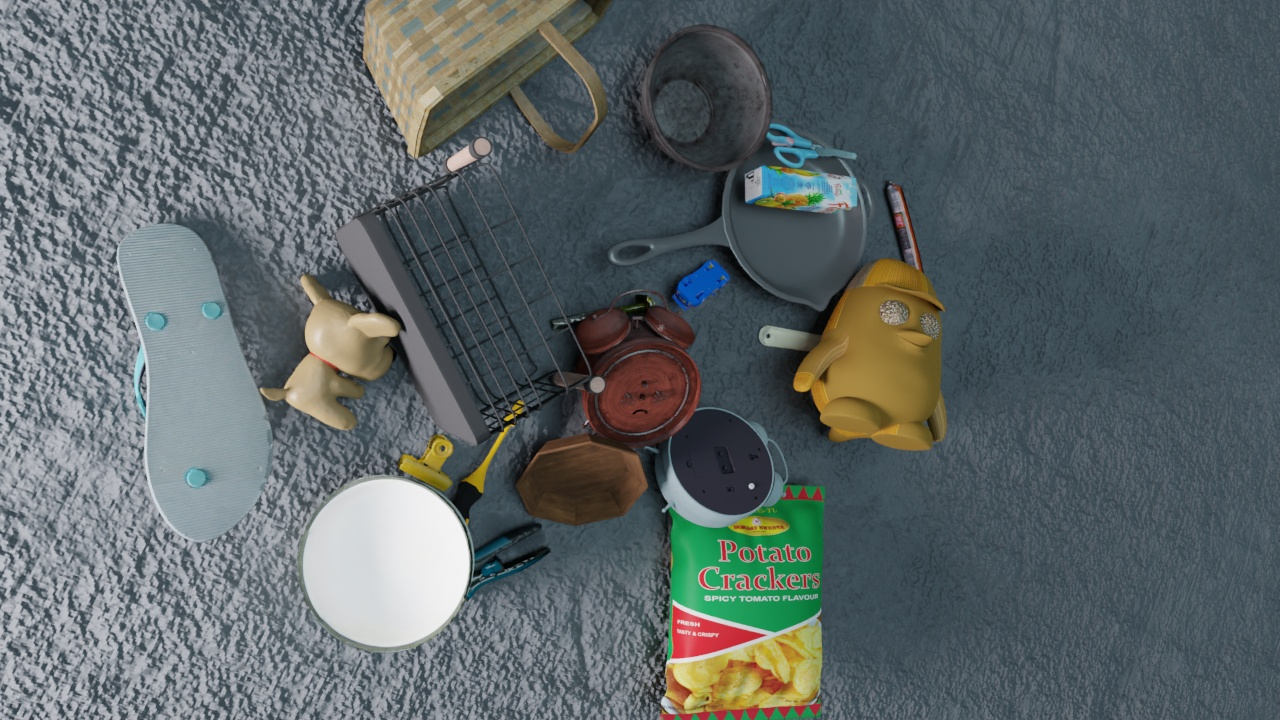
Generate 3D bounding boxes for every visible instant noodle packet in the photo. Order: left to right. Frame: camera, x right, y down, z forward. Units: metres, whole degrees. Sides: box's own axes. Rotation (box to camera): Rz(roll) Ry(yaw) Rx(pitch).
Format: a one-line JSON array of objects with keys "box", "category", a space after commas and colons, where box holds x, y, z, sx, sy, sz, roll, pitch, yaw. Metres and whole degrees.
[{"box": [0.115, 0.260, 0.988, 0.195, 0.090, 0.252, 5, 83, -23], "category": "instant noodle packet"}]

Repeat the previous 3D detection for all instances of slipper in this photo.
[{"box": [-0.376, 0.018, 0.780, 0.098, 0.055, 0.268, -9, 85, -27], "category": "slipper"}]

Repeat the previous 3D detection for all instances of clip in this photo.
[{"box": [-0.200, 0.093, 0.881, 0.053, 0.039, 0.047, 32, 84, -21], "category": "clip"}]

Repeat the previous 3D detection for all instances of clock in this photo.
[{"box": [-0.005, 0.005, 0.906, 0.120, 0.072, 0.158, -3, 119, -18], "category": "clock"}, {"box": [0.087, 0.112, 0.967, 0.159, 0.045, 0.122, -2, 63, -29], "category": "clock"}]

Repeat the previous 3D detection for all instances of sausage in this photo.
[{"box": [0.322, -0.143, 1.105, 0.020, 0.020, 0.155, -22, 102, -22], "category": "sausage"}]

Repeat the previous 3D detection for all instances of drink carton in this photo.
[{"box": [0.175, -0.183, 0.988, 0.128, 0.044, 0.038, 1, 85, -26], "category": "drink carton"}]

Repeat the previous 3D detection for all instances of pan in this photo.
[{"box": [0.116, -0.144, 0.994, 0.353, 0.024, 0.216, -16, 93, -27], "category": "pan"}]

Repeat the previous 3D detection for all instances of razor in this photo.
[{"box": [-0.040, -0.047, 0.938, 0.105, 0.042, 0.026, -12, 100, -14], "category": "razor"}]

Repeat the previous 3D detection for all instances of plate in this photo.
[{"box": [-0.058, 0.115, 0.906, 0.131, 0.025, 0.131, -5, 135, -5], "category": "plate"}]

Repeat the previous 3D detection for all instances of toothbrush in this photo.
[{"box": [-0.164, 0.125, 0.885, 0.031, 0.031, 0.196, 28, 82, 10], "category": "toothbrush"}]

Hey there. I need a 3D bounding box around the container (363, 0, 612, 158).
[{"box": [-0.107, -0.276, 0.829, 0.249, 0.158, 0.186, -43, 98, -17], "category": "container"}]

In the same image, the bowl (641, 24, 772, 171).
[{"box": [0.058, -0.265, 0.949, 0.144, 0.067, 0.145, -1, 93, -25], "category": "bowl"}]

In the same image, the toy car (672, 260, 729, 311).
[{"box": [0.051, -0.065, 0.986, 0.033, 0.062, 0.091, 47, 46, 6], "category": "toy car"}]

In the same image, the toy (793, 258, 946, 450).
[{"box": [0.270, -0.014, 1.007, 0.198, 0.163, 0.203, 20, 75, -19], "category": "toy"}]

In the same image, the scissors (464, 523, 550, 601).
[{"box": [-0.154, 0.210, 0.903, 0.137, 0.019, 0.129, 25, 83, -22], "category": "scissors"}]

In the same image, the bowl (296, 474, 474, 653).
[{"box": [-0.220, 0.177, 0.825, 0.153, 0.073, 0.153, 0, 88, 2], "category": "bowl"}]

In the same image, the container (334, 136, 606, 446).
[{"box": [-0.152, -0.053, 0.810, 0.130, 0.163, 0.241, -30, 105, -21], "category": "container"}]

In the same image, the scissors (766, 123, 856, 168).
[{"box": [0.194, -0.231, 1.011, 0.138, 0.015, 0.063, -1, 58, -29], "category": "scissors"}]

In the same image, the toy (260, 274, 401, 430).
[{"box": [-0.265, -0.002, 0.800, 0.105, 0.134, 0.108, 32, 84, -55], "category": "toy"}]

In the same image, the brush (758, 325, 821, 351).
[{"box": [0.232, -0.016, 1.075, 0.217, 0.012, 0.033, 7, 90, -23], "category": "brush"}]
